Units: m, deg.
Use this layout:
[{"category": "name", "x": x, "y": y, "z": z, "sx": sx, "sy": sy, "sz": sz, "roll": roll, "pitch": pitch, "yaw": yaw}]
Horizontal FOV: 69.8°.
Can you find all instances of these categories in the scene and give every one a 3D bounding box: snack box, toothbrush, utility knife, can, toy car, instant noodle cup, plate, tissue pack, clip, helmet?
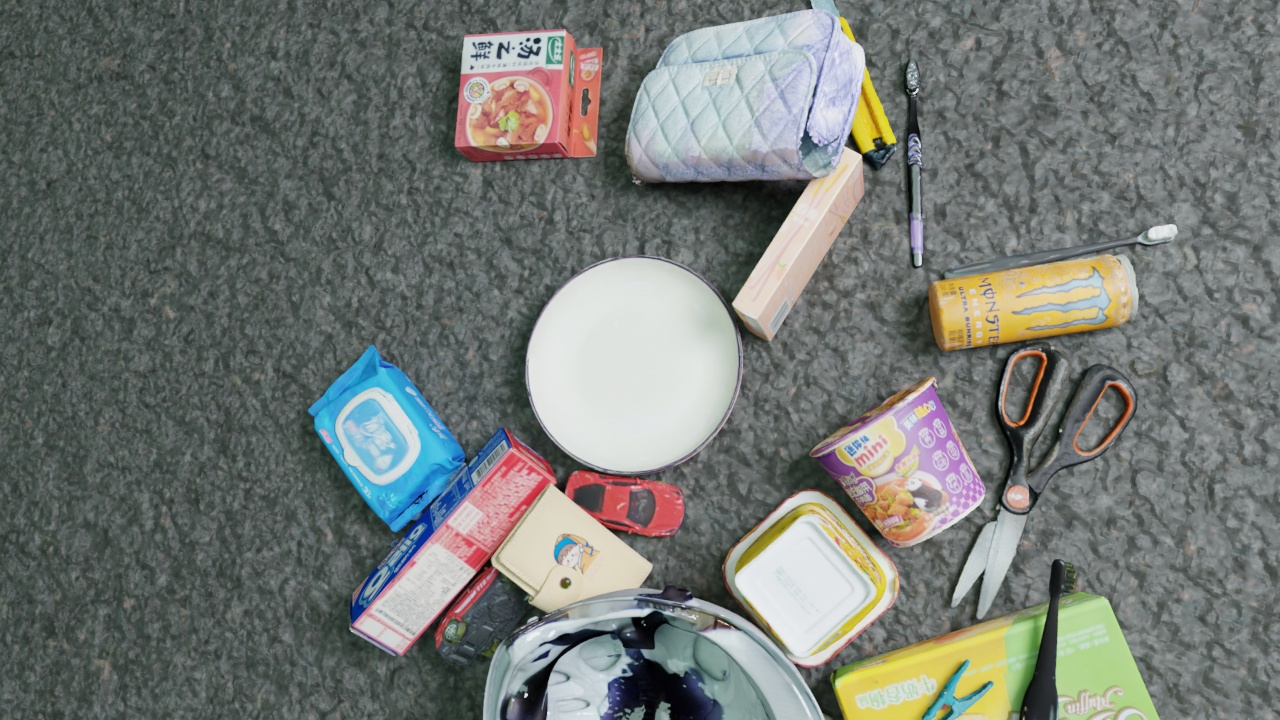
[{"category": "snack box", "x": -0.105, "y": -0.250, "z": 0.865, "sx": 0.127, "sy": 0.044, "sz": 0.113, "roll": 1, "pitch": 81, "yaw": 13}, {"category": "toothbrush", "x": 0.236, "y": -0.172, "z": 0.790, "sx": 0.014, "sy": 0.016, "sz": 0.189, "roll": -1, "pitch": 82, "yaw": 12}, {"category": "utility knife", "x": 0.182, "y": -0.264, "z": 0.817, "sx": 0.033, "sy": 0.015, "sz": 0.206, "roll": -19, "pitch": 77, "yaw": 6}, {"category": "can", "x": 0.308, "y": -0.046, "z": 0.730, "sx": 0.146, "sy": 0.058, "sz": 0.058, "roll": -9, "pitch": 79, "yaw": 11}, {"category": "toothbrush", "x": 0.342, "y": -0.087, "z": 0.752, "sx": 0.181, "sy": 0.018, "sz": 0.015, "roll": -11, "pitch": 81, "yaw": 12}, {"category": "toy car", "x": -0.014, "y": 0.123, "z": 0.790, "sx": 0.106, "sy": 0.031, "sz": 0.049, "roll": 8, "pitch": 84, "yaw": 12}, {"category": "instant noodle cup", "x": 0.127, "y": 0.168, "z": 0.701, "sx": 0.116, "sy": 0.123, "sz": 0.116, "roll": -42, "pitch": 74, "yaw": 3}, {"category": "plate", "x": -0.005, "y": 0.005, "z": 0.802, "sx": 0.192, "sy": 0.039, "sz": 0.192, "roll": -2, "pitch": 80, "yaw": 13}, {"category": "snack box", "x": 0.267, "y": 0.278, "z": 0.678, "sx": 0.210, "sy": 0.070, "sz": 0.157, "roll": -21, "pitch": 76, "yaw": 9}, {"category": "tissue pack", "x": -0.234, "y": 0.069, "z": 0.836, "sx": 0.095, "sy": 0.052, "sz": 0.157, "roll": -41, "pitch": 75, "yaw": 3}, {"category": "toothbrush", "x": 0.276, "y": 0.243, "z": 0.633, "sx": 0.027, "sy": 0.026, "sz": 0.212, "roll": 15, "pitch": 81, "yaw": -20}, {"category": "snack box", "x": -0.165, "y": 0.155, "z": 0.794, "sx": 0.058, "sy": 0.057, "sz": 0.207, "roll": 41, "pitch": 91, "yaw": -24}, {"category": "instant noodle cup", "x": 0.204, "y": 0.083, "z": 0.711, "sx": 0.111, "sy": 0.111, "sz": 0.099, "roll": -33, "pitch": 82, "yaw": 5}, {"category": "toy car", "x": -0.127, "y": 0.208, "z": 0.788, "sx": 0.120, "sy": 0.053, "sz": 0.045, "roll": -46, "pitch": 38, "yaw": 4}, {"category": "clip", "x": 0.223, "y": 0.240, "z": 0.651, "sx": 0.056, "sy": 0.014, "sz": 0.040, "roll": -46, "pitch": 72, "yaw": 0}, {"category": "snack box", "x": 0.134, "y": -0.095, "z": 0.765, "sx": 0.026, "sy": 0.084, "sz": 0.157, "roll": 32, "pitch": 88, "yaw": 19}, {"category": "helmet", "x": 0.017, "y": 0.279, "z": 0.694, "sx": 0.259, "sy": 0.145, "sz": 0.229, "roll": -7, "pitch": 86, "yaw": 13}]

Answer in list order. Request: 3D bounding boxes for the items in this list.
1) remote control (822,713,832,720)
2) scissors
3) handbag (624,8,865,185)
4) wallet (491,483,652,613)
[{"category": "remote control", "x": 0.115, "y": 0.344, "z": 0.727, "sx": 0.056, "sy": 0.020, "sz": 0.136, "roll": 12, "pitch": 83, "yaw": 13}, {"category": "scissors", "x": 0.318, "y": 0.100, "z": 0.722, "sx": 0.163, "sy": 0.021, "sz": 0.233, "roll": 0, "pitch": 80, "yaw": 12}, {"category": "handbag", "x": 0.080, "y": -0.212, "z": 0.761, "sx": 0.194, "sy": 0.075, "sz": 0.134, "roll": 8, "pitch": 78, "yaw": 45}, {"category": "wallet", "x": -0.058, "y": 0.171, "z": 0.763, "sx": 0.115, "sy": 0.024, "sz": 0.087, "roll": 41, "pitch": 76, "yaw": -12}]
